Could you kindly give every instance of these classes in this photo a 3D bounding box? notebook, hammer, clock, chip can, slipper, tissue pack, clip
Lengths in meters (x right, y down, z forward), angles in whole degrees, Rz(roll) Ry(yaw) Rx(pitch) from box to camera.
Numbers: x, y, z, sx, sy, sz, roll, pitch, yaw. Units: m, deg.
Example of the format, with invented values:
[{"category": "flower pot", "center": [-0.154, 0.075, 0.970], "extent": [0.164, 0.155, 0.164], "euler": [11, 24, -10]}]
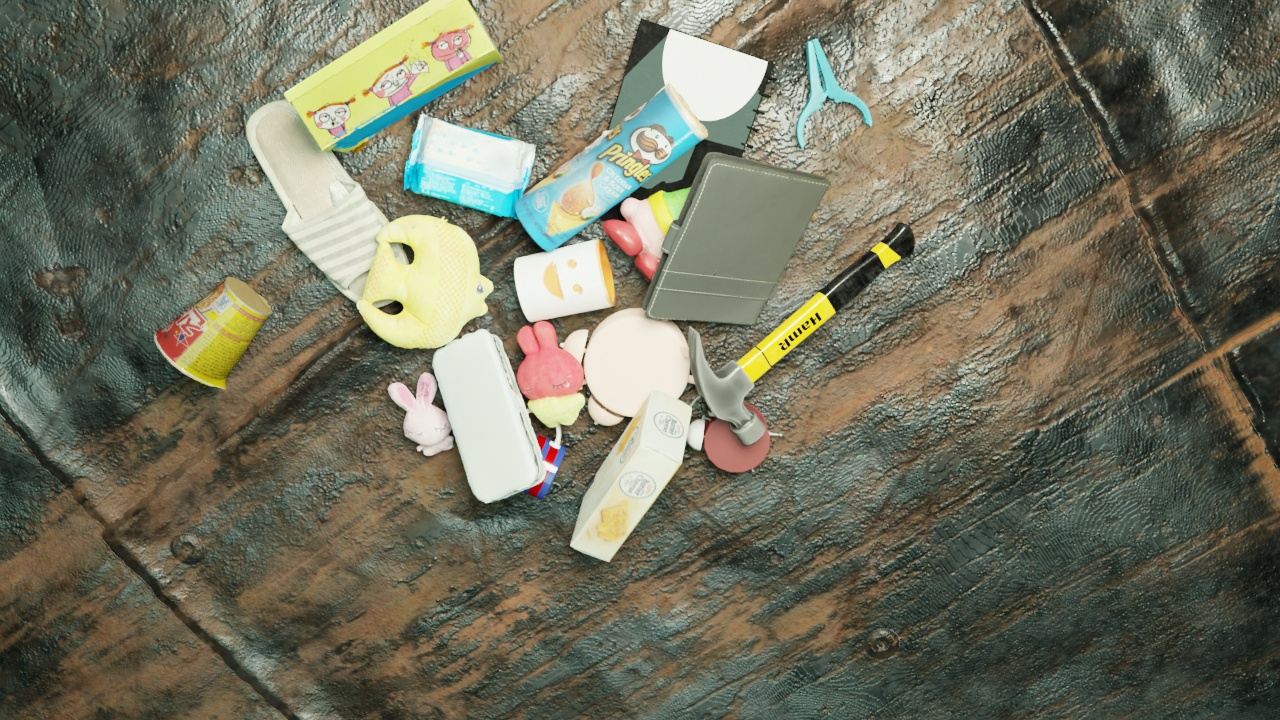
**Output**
[{"category": "notebook", "center": [0.046, -0.259, 1.081], "extent": [0.169, 0.019, 0.232], "euler": [18, 107, -2]}, {"category": "hammer", "center": [0.198, -0.053, 1.093], "extent": [0.324, 0.034, 0.170], "euler": [-40, 120, -2]}, {"category": "clock", "center": [0.114, 0.091, 1.175], "extent": [0.124, 0.044, 0.087], "euler": [33, 106, -8]}, {"category": "chip can", "center": [-0.036, -0.219, 1.050], "extent": [0.230, 0.079, 0.080], "euler": [-34, 103, 14]}, {"category": "notebook", "center": [0.104, -0.130, 1.049], "extent": [0.169, 0.029, 0.209], "euler": [5, 126, -27]}, {"category": "clock", "center": [-0.007, 0.007, 1.138], "extent": [0.161, 0.086, 0.131], "euler": [-19, 106, 14]}, {"category": "slipper", "center": [-0.378, -0.184, 1.107], "extent": [0.115, 0.054, 0.272], "euler": [-28, 104, 15]}, {"category": "tissue pack", "center": [-0.201, -0.229, 1.078], "extent": [0.144, 0.061, 0.093], "euler": [14, 106, -5]}, {"category": "clip", "center": [0.208, -0.293, 1.062], "extent": [0.120, 0.033, 0.119], "euler": [36, 109, -9]}]

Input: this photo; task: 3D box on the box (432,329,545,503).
[{"category": "box", "center": [-0.187, 0.068, 1.136], "extent": [0.118, 0.063, 0.213], "euler": [-27, 78, 15]}]

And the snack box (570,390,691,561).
[{"category": "snack box", "center": [-0.013, 0.145, 1.133], "extent": [0.057, 0.104, 0.208], "euler": [26, 126, -9]}]

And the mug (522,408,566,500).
[{"category": "mug", "center": [-0.137, 0.114, 1.177], "extent": [0.076, 0.075, 0.112], "euler": [26, 105, -6]}]

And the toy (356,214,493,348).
[{"category": "toy", "center": [-0.255, -0.092, 1.114], "extent": [0.154, 0.064, 0.171], "euler": [13, 105, -22]}]

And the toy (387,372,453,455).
[{"category": "toy", "center": [-0.280, 0.073, 1.185], "extent": [0.063, 0.047, 0.110], "euler": [-20, 102, -1]}]

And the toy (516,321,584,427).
[{"category": "toy", "center": [-0.112, 0.017, 1.122], "extent": [0.092, 0.045, 0.135], "euler": [-6, 104, 26]}]

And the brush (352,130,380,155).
[{"category": "brush", "center": [-0.308, -0.303, 1.082], "extent": [0.126, 0.017, 0.048], "euler": [-39, 102, 13]}]

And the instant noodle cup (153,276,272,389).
[{"category": "instant noodle cup", "center": [-0.524, -0.042, 1.139], "extent": [0.100, 0.100, 0.112], "euler": [43, 96, -10]}]

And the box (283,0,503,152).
[{"category": "box", "center": [-0.267, -0.315, 1.009], "extent": [0.221, 0.124, 0.079], "euler": [-28, 102, 4]}]

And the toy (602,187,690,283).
[{"category": "toy", "center": [0.042, -0.153, 1.061], "extent": [0.131, 0.097, 0.124], "euler": [-43, 106, -4]}]

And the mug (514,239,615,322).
[{"category": "mug", "center": [-0.090, -0.095, 1.105], "extent": [0.105, 0.082, 0.082], "euler": [-12, 107, 6]}]

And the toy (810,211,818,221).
[{"category": "toy", "center": [0.160, -0.189, 1.084], "extent": [0.102, 0.042, 0.054], "euler": [6, 66, 8]}]
